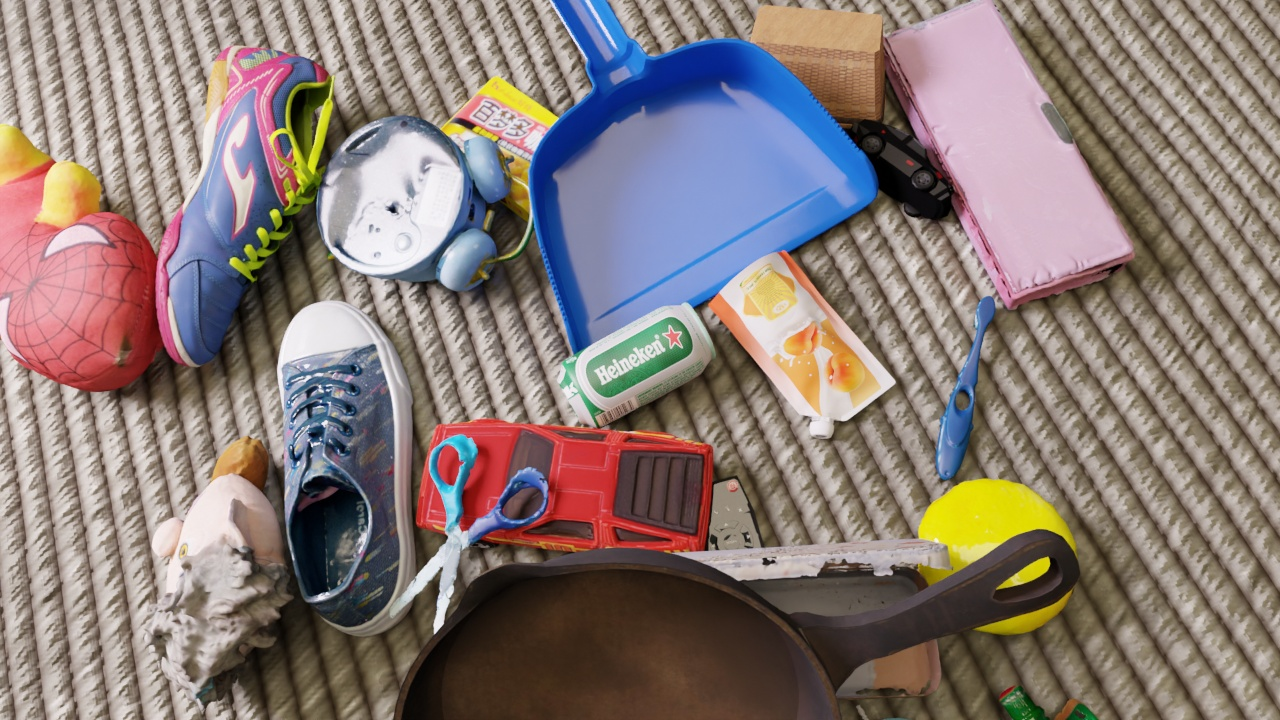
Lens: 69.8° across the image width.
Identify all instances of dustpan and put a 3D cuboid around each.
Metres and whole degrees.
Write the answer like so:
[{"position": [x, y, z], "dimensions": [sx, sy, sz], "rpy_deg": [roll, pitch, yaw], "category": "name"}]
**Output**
[{"position": [0.000, -0.167, 0.636], "dimensions": [0.245, 0.059, 0.257], "rpy_deg": [-30, 85, -4], "category": "dustpan"}]

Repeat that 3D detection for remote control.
[{"position": [0.063, 0.136, 0.579], "dimensions": [0.039, 0.010, 0.124], "rpy_deg": [-15, 68, 0], "category": "remote control"}]

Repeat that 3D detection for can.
[{"position": [-0.004, 0.004, 0.614], "dimensions": [0.101, 0.053, 0.053], "rpy_deg": [-29, 69, -5], "category": "can"}]

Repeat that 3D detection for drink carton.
[{"position": [0.109, -0.011, 0.622], "dimensions": [0.069, 0.039, 0.122], "rpy_deg": [-36, 76, -9], "category": "drink carton"}]

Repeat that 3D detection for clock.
[{"position": [0.167, 0.249, 0.512], "dimensions": [0.123, 0.042, 0.087], "rpy_deg": [24, 73, 9], "category": "clock"}, {"position": [-0.153, -0.109, 0.656], "dimensions": [0.162, 0.060, 0.118], "rpy_deg": [12, 84, 17], "category": "clock"}]

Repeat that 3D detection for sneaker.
[{"position": [-0.277, -0.111, 0.659], "dimensions": [0.091, 0.116, 0.241], "rpy_deg": [10, 81, -4], "category": "sneaker"}, {"position": [-0.196, 0.058, 0.600], "dimensions": [0.087, 0.079, 0.235], "rpy_deg": [-15, 68, 0], "category": "sneaker"}]

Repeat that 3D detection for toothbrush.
[{"position": [0.216, 0.018, 0.608], "dimensions": [0.021, 0.016, 0.132], "rpy_deg": [16, 74, 12], "category": "toothbrush"}]

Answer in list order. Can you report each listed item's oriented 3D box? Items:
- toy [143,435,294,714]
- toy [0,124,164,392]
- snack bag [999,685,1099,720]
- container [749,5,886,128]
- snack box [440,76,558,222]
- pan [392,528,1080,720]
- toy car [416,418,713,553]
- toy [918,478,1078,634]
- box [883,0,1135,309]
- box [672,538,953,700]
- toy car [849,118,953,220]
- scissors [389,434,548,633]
[{"position": [-0.262, 0.122, 0.570], "dimensions": [0.076, 0.133, 0.175], "rpy_deg": [19, 40, -31], "category": "toy"}, {"position": [-0.416, -0.065, 0.658], "dimensions": [0.216, 0.098, 0.148], "rpy_deg": [39, 104, 20], "category": "toy"}, {"position": [0.254, 0.244, 0.496], "dimensions": [0.087, 0.044, 0.155], "rpy_deg": [-26, 67, -34], "category": "snack bag"}, {"position": [0.127, -0.217, 0.674], "dimensions": [0.114, 0.061, 0.063], "rpy_deg": [8, 53, 9], "category": "container"}, {"position": [-0.079, -0.149, 0.697], "dimensions": [0.152, 0.025, 0.075], "rpy_deg": [38, 78, 18], "category": "snack box"}, {"position": [0.045, 0.164, 0.473], "dimensions": [0.356, 0.043, 0.249], "rpy_deg": [-27, 109, 10], "category": "pan"}, {"position": [-0.049, 0.082, 0.590], "dimensions": [0.189, 0.056, 0.081], "rpy_deg": [3, 67, 10], "category": "toy car"}, {"position": [0.215, 0.118, 0.554], "dimensions": [0.094, 0.041, 0.095], "rpy_deg": [22, 72, 16], "category": "toy"}, {"position": [0.254, -0.153, 0.653], "dimensions": [0.098, 0.046, 0.232], "rpy_deg": [-16, 68, -1], "category": "box"}, {"position": [0.062, 0.154, 0.527], "dimensions": [0.216, 0.095, 0.108], "rpy_deg": [-4, 93, 3], "category": "box"}, {"position": [0.187, -0.138, 0.655], "dimensions": [0.092, 0.042, 0.036], "rpy_deg": [41, 80, 19], "category": "toy car"}, {"position": [-0.103, 0.112, 0.558], "dimensions": [0.103, 0.015, 0.133], "rpy_deg": [5, 73, 21], "category": "scissors"}]
